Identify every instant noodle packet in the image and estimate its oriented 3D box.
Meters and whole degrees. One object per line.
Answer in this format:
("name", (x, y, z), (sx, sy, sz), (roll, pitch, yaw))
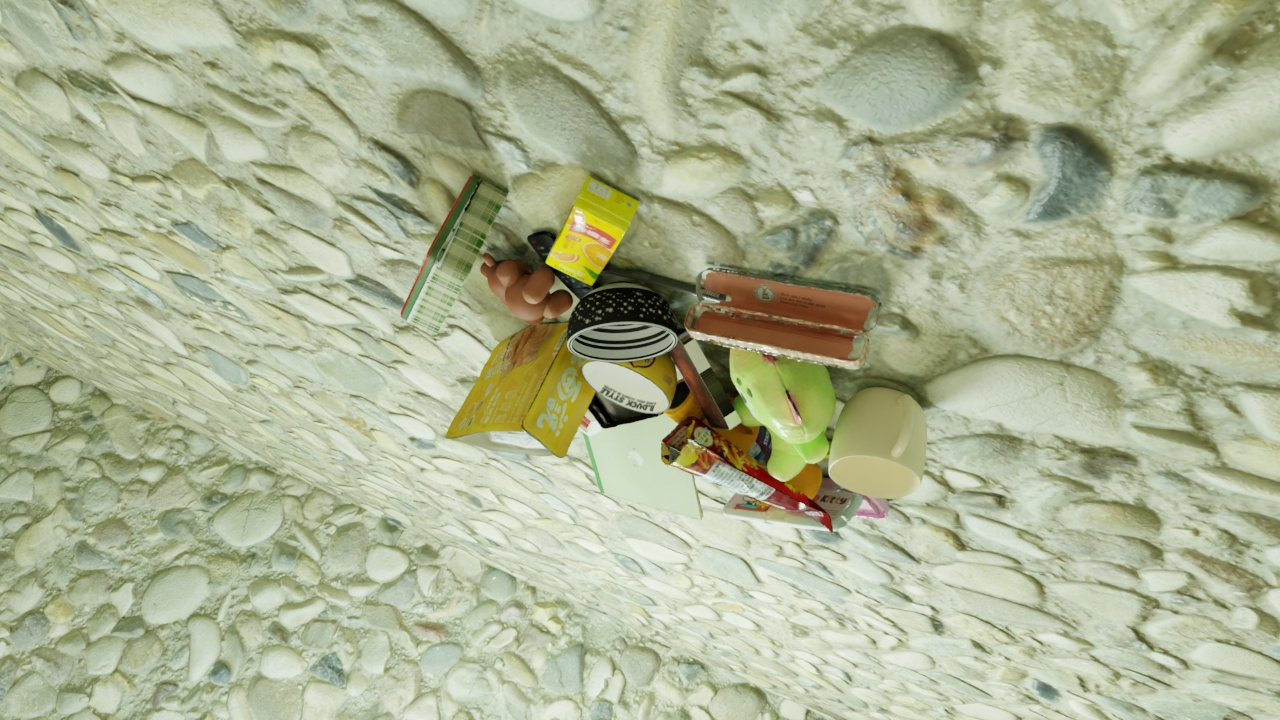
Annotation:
("instant noodle packet", (-0.161, 0.038, 1.212), (0.222, 0.162, 0.084), (-3, 145, 47))

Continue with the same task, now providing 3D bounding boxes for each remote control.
("remote control", (-0.110, 0.051, 1.295), (0.143, 0.024, 0.050), (39, 140, 7))
("remote control", (-0.069, -0.093, 1.035), (0.041, 0.020, 0.152), (1, 146, 43))

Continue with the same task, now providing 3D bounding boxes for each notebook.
("notebook", (-0.011, 0.113, 1.296), (0.182, 0.010, 0.253), (9, 130, 31))

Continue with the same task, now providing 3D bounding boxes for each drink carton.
("drink carton", (-0.049, -0.128, 0.919), (0.058, 0.042, 0.135), (26, 157, -8))

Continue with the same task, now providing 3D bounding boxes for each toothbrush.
("toothbrush", (0.013, -0.086, 0.979), (0.167, 0.012, 0.013), (17, 147, 17))

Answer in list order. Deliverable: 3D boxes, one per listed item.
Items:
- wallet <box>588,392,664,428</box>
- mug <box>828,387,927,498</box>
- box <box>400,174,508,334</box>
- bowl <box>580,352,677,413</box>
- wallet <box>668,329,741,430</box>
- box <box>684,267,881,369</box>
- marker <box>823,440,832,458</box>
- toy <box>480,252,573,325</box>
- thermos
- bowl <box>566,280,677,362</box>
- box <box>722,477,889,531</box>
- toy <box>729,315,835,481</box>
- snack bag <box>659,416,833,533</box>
("wallet", (-0.028, 0.044, 1.221), (0.115, 0.026, 0.089), (-15, 114, 43))
("mug", (0.259, 0.076, 0.972), (0.096, 0.099, 0.120), (19, 150, -3))
("box", (-0.209, -0.112, 1.014), (0.051, 0.117, 0.206), (26, 158, -14))
("bowl", (-0.007, 0.007, 1.117), (0.117, 0.067, 0.117), (20, 155, 10))
("wallet", (0.068, 0.022, 1.055), (0.123, 0.019, 0.072), (60, 167, -10))
("box", (0.135, -0.043, 0.886), (0.187, 0.082, 0.041), (11, 163, 25))
("marker", (0.258, 0.108, 1.131), (0.017, 0.021, 0.124), (38, 151, -29))
("toy", (-0.140, -0.089, 1.065), (0.128, 0.065, 0.095), (36, 161, 44))
("thermos", (0.136, 0.101, 1.173), (0.232, 0.076, 0.092), (37, 124, -25))
("bowl", (-0.021, -0.049, 1.005), (0.120, 0.066, 0.120), (-3, 160, -1))
("box", (0.227, 0.189, 1.270), (0.202, 0.077, 0.146), (-2, 175, 44))
("toy", (0.157, 0.038, 0.995), (0.150, 0.107, 0.197), (60, 165, 25))
("snack bag", (0.126, 0.148, 1.104), (0.208, 0.066, 0.139), (32, 169, -11))
